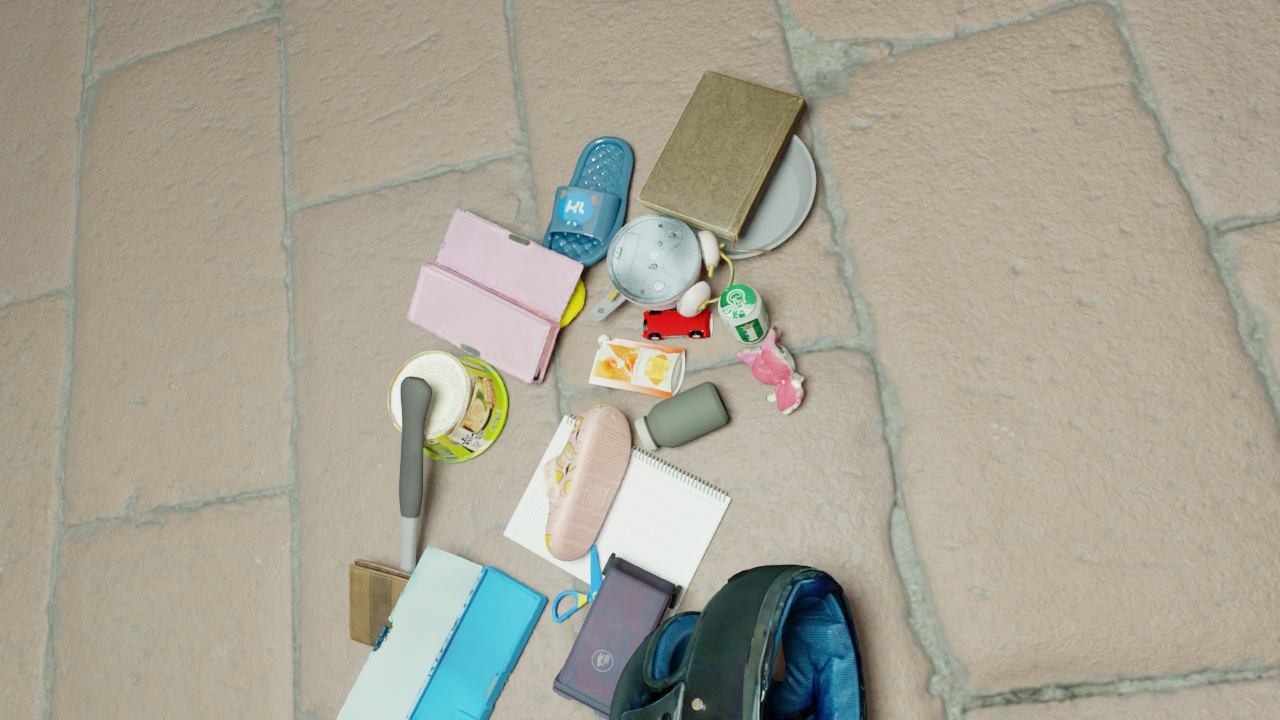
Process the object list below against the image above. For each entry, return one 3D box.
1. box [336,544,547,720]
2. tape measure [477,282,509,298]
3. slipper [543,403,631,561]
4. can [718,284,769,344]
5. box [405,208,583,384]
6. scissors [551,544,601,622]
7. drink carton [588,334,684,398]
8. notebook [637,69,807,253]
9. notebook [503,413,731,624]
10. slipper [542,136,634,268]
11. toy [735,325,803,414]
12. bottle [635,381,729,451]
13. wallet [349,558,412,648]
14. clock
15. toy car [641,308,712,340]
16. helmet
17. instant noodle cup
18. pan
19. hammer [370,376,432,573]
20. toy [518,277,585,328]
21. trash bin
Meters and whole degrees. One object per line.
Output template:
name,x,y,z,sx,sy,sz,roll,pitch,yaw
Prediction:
box,-0.242,0.366,1.129,0.170,0.071,0.243,28,83,-5
tape measure,-0.194,-0.112,1.281,0.065,0.017,0.064,-9,72,13
slipper,-0.078,0.146,1.130,0.082,0.093,0.197,12,82,40
can,0.127,-0.056,1.127,0.053,0.101,0.053,-4,73,14
box,-0.202,-0.090,1.234,0.233,0.039,0.179,25,100,25
scissors,-0.050,0.293,1.118,0.125,0.015,0.127,-40,76,9
drink carton,-0.007,0.007,1.187,0.122,0.039,0.069,9,78,24
notebook,0.122,-0.258,1.180,0.190,0.034,0.215,25,79,20
notebook,-0.032,0.194,1.149,0.246,0.013,0.178,25,83,21
slipper,-0.067,-0.218,1.248,0.104,0.059,0.213,15,72,16
toy,0.170,0.014,1.129,0.066,0.050,0.102,-37,75,37
bottle,0.051,0.072,1.134,0.108,0.060,0.060,-25,69,8
wallet,-0.323,0.315,1.162,0.099,0.026,0.121,12,110,18
clock,0.038,-0.115,1.143,0.158,0.059,0.116,10,78,15
toy car,0.048,-0.046,1.188,0.090,0.025,0.038,-2,74,16
helmet,0.085,0.371,0.942,0.237,0.248,0.315,-13,69,43
instant noodle cup,-0.257,0.056,1.206,0.146,0.098,0.146,-4,73,15
pan,0.072,-0.170,1.203,0.356,0.051,0.201,-44,68,0
hammer,-0.292,0.172,1.153,0.125,0.029,0.311,10,103,21
toy,-0.121,-0.086,1.240,0.095,0.041,0.094,-34,71,5
trash bin,-0.029,0.319,1.059,0.094,0.092,0.161,25,92,7
